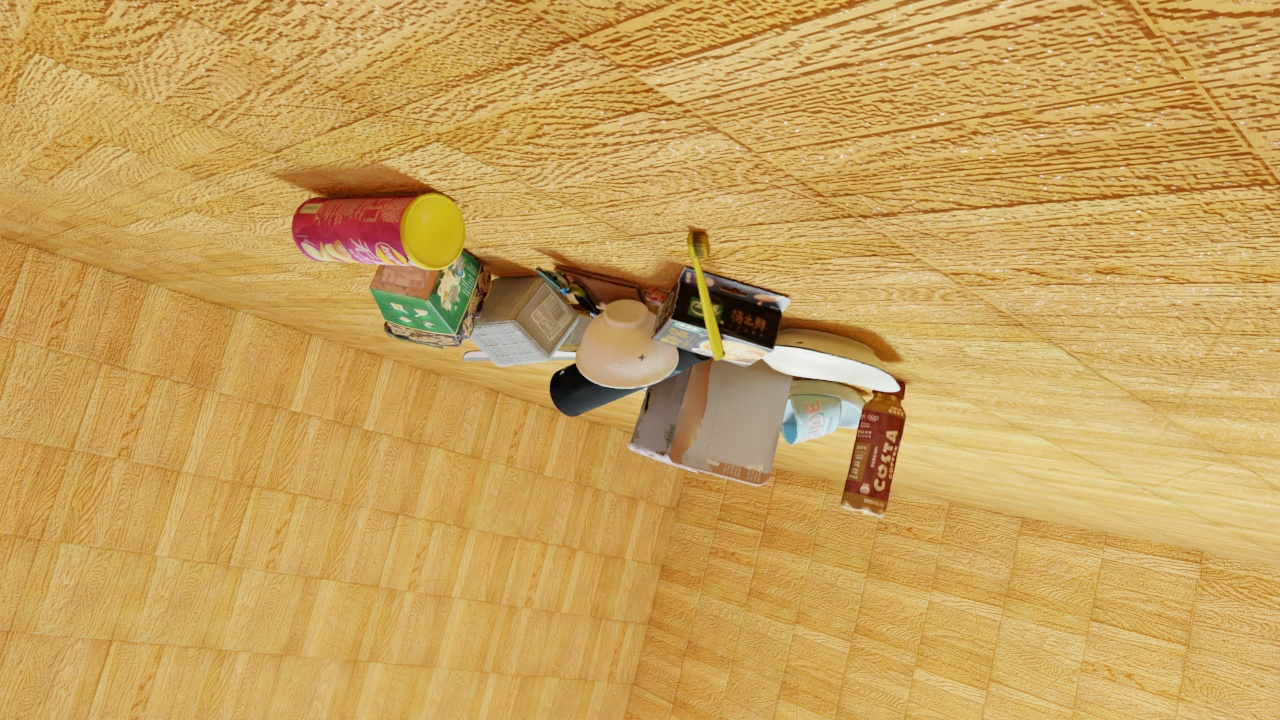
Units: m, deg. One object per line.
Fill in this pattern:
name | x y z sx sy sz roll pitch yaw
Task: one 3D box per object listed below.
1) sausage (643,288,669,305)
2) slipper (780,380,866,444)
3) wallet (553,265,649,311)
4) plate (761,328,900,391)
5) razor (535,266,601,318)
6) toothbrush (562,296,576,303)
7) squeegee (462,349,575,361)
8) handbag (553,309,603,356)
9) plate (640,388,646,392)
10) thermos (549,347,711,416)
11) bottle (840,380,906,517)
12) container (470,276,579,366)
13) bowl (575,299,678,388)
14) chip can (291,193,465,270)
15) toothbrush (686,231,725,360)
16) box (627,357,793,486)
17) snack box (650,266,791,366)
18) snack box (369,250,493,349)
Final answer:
sausage | 0.079 -0.054 1.014 0.156 0.020 0.020 15 172 -5
slipper | 0.214 0.078 1.335 0.245 0.074 0.104 3 151 -3
wallet | -0.044 -0.079 1.069 0.101 0.020 0.115 14 169 8
plate | 0.212 -0.005 1.058 0.164 0.034 0.164 10 171 30
razor | -0.070 -0.073 1.039 0.042 0.022 0.142 42 -179 26
toothbrush | -0.110 -0.079 1.202 0.192 0.016 0.018 6 177 43
squeegee | -0.163 -0.041 1.480 0.247 0.040 0.250 0 169 -10
handbag | -0.055 -0.035 1.292 0.178 0.063 0.164 4 177 -26
plate | 0.125 0.043 1.461 0.266 0.034 0.162 4 167 20
thermos | -0.007 0.007 1.177 0.243 0.068 0.089 -22 179 40
bottle | 0.305 0.111 1.185 0.057 0.174 0.057 14 172 2
container | -0.148 -0.050 1.146 0.114 0.090 0.090 -1 139 51
bowl | -0.016 -0.029 1.029 0.118 0.118 0.065 12 128 18
chip can | -0.268 -0.131 0.923 0.211 0.071 0.071 8 170 42
toothbrush | 0.064 -0.054 0.840 0.017 0.015 0.190 5 150 15
box | 0.108 0.064 1.222 0.193 0.183 0.156 15 174 19
snack box | 0.079 -0.041 0.947 0.113 0.053 0.126 16 168 -6
snack box | -0.255 -0.091 1.087 0.117 0.118 0.106 12 159 16
